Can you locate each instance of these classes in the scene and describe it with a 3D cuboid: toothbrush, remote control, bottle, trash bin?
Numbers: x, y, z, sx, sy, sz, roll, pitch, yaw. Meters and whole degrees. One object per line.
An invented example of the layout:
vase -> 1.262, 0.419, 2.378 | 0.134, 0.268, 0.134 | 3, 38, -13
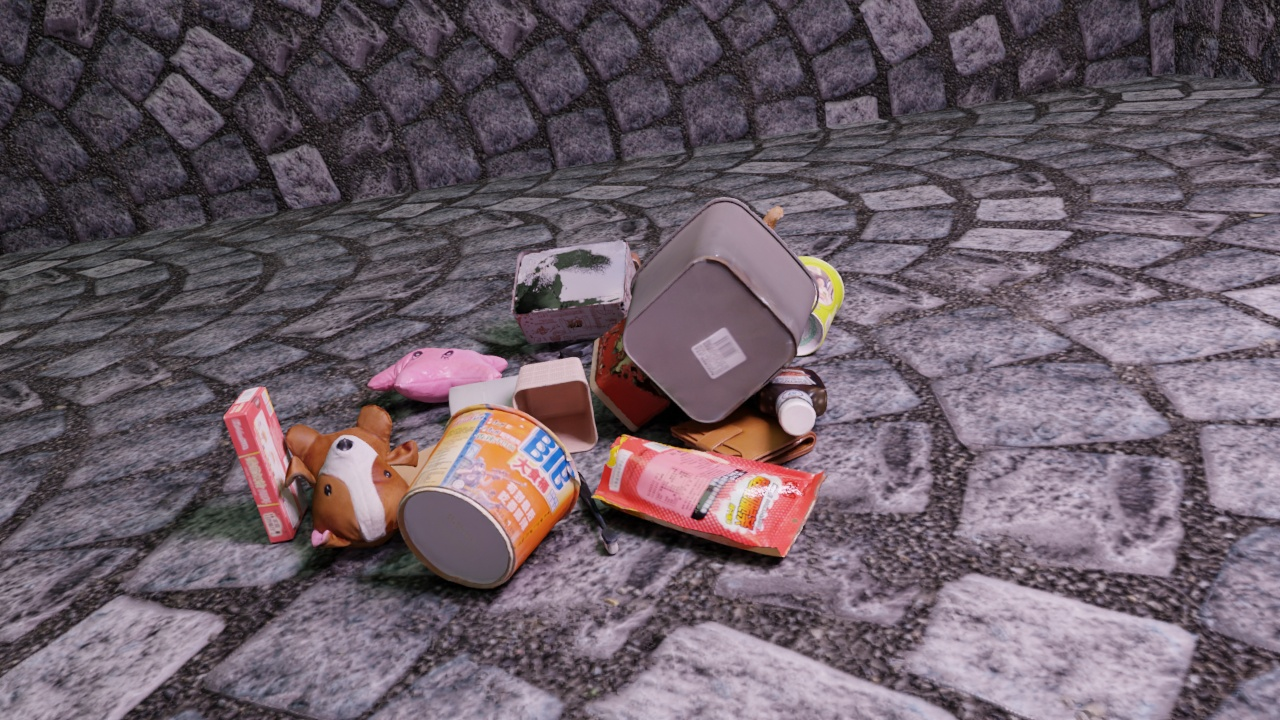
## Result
toothbrush -> -0.050, 0.150, 0.942 | 0.015, 0.018, 0.181 | -14, 20, -12
remote control -> -0.172, 0.051, 1.190 | 0.150, 0.021, 0.058 | -10, 65, -5
bottle -> 0.170, 0.044, 1.027 | 0.080, 0.044, 0.194 | 2, 10, 6
trash bin -> 0.091, -0.053, 1.076 | 0.199, 0.198, 0.219 | -43, 9, 20

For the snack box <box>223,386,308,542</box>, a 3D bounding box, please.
snack box -> -0.398, 0.111, 0.980 | 0.025, 0.153, 0.075 | -12, 22, -2

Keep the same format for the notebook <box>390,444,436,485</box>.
notebook -> -0.202, 0.135, 1.041 | 0.149, 0.012, 0.212 | -23, 26, -35

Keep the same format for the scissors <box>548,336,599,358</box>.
scissors -> -0.058, -0.032, 1.408 | 0.163, 0.014, 0.165 | 2, 22, 19

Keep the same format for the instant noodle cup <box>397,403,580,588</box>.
instant noodle cup -> -0.147, 0.132, 0.859 | 0.151, 0.151, 0.111 | 2, 32, 24

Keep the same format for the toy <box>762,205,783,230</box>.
toy -> 0.145, -0.107, 1.252 | 0.226, 0.082, 0.143 | -51, 36, -3

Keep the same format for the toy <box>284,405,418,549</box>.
toy -> -0.299, 0.123, 0.967 | 0.140, 0.131, 0.199 | -17, 36, -16

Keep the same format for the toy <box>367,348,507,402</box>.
toy -> -0.273, 0.021, 1.257 | 0.195, 0.074, 0.178 | -2, 9, 20

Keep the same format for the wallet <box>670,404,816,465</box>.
wallet -> 0.112, 0.085, 1.023 | 0.107, 0.031, 0.132 | -19, 23, -29

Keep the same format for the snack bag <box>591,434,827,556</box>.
snack bag -> 0.065, 0.127, 0.898 | 0.208, 0.073, 0.128 | 11, 33, 29

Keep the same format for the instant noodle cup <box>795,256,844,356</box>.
instant noodle cup -> 0.221, -0.069, 1.276 | 0.112, 0.112, 0.123 | -1, 31, 19

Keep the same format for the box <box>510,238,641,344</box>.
box -> -0.088, -0.082, 1.424 | 0.181, 0.205, 0.157 | -6, 58, 7

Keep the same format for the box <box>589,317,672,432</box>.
box -> -0.007, 0.007, 1.149 | 0.077, 0.091, 0.168 | -39, 17, 13

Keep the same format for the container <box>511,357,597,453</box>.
container -> -0.103, 0.053, 1.110 | 0.090, 0.090, 0.111 | -10, 18, -3
